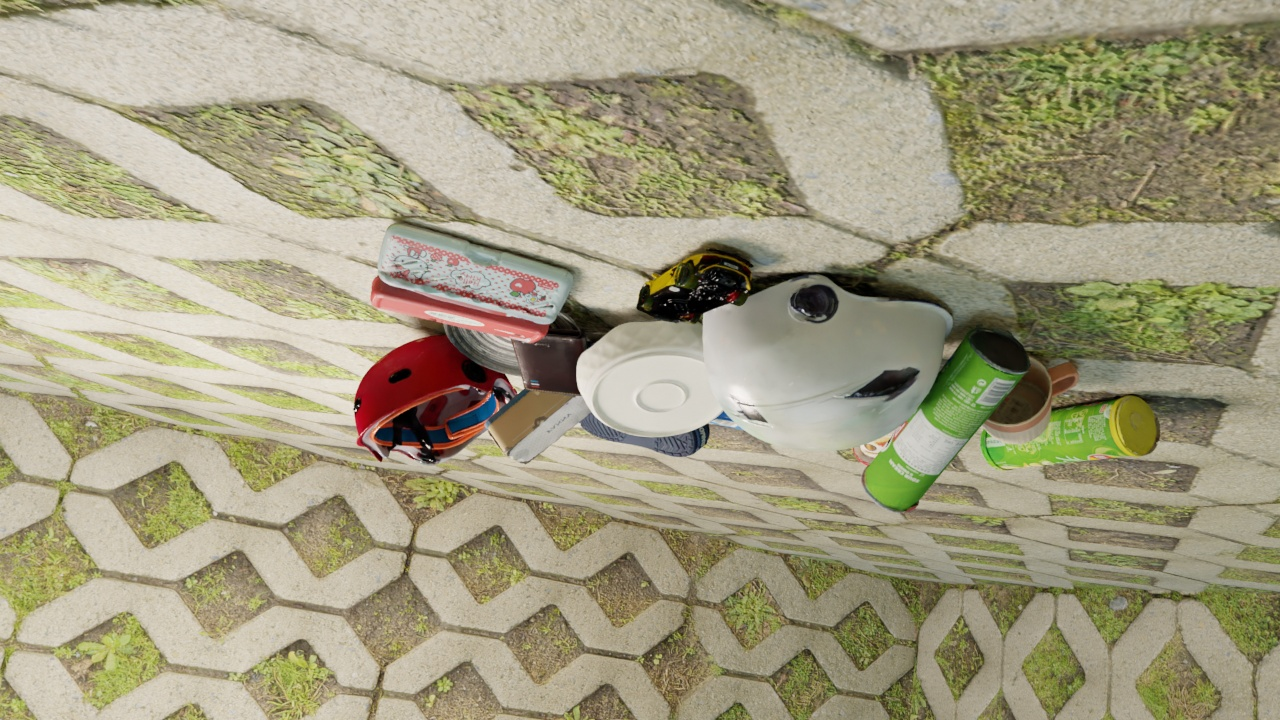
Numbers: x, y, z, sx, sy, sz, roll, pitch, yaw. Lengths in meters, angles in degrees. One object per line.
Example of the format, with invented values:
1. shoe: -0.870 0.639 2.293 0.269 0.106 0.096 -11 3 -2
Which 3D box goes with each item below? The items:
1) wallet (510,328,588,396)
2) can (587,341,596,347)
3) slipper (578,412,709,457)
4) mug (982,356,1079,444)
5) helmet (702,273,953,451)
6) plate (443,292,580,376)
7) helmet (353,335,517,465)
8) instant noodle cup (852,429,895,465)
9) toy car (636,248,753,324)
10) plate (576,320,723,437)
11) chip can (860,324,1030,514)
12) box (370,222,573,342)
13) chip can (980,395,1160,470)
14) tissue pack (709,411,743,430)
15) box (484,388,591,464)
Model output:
1. wallet: -0.108 0.001 1.143 0.096 0.020 0.122 4 144 8
2. can: -0.007 0.007 1.196 0.135 0.053 0.053 6 164 13
3. slipper: 0.003 0.068 1.345 0.253 0.105 0.095 13 -148 41
4. mug: 0.429 0.038 1.022 0.115 0.081 0.106 -27 154 15
5. helmet: 0.185 0.019 0.956 0.259 0.145 0.229 2 163 25
6. plate: -0.155 -0.036 1.138 0.179 0.024 0.180 6 146 4
7. helmet: -0.299 0.040 1.274 0.207 0.144 0.239 -34 157 20
8. instant noodle cup: 0.311 0.059 1.107 0.117 0.116 0.124 2 150 26
9. toy car: 0.049 -0.071 0.914 0.071 0.041 0.156 17 161 -23
10. plate: 0.024 0.029 1.123 0.205 0.045 0.205 -2 141 -2
11. chip can: 0.322 0.068 0.983 0.072 0.072 0.237 13 132 -11
12. box: -0.188 -0.075 1.002 0.201 0.058 0.161 14 152 -17
13. chip can: 0.527 0.095 1.149 0.072 0.072 0.222 16 163 -21
14. tissue pack: 0.162 0.070 1.316 0.157 0.052 0.095 13 166 -11
15. box: -0.123 0.063 1.278 0.062 0.184 0.090 48 177 23
